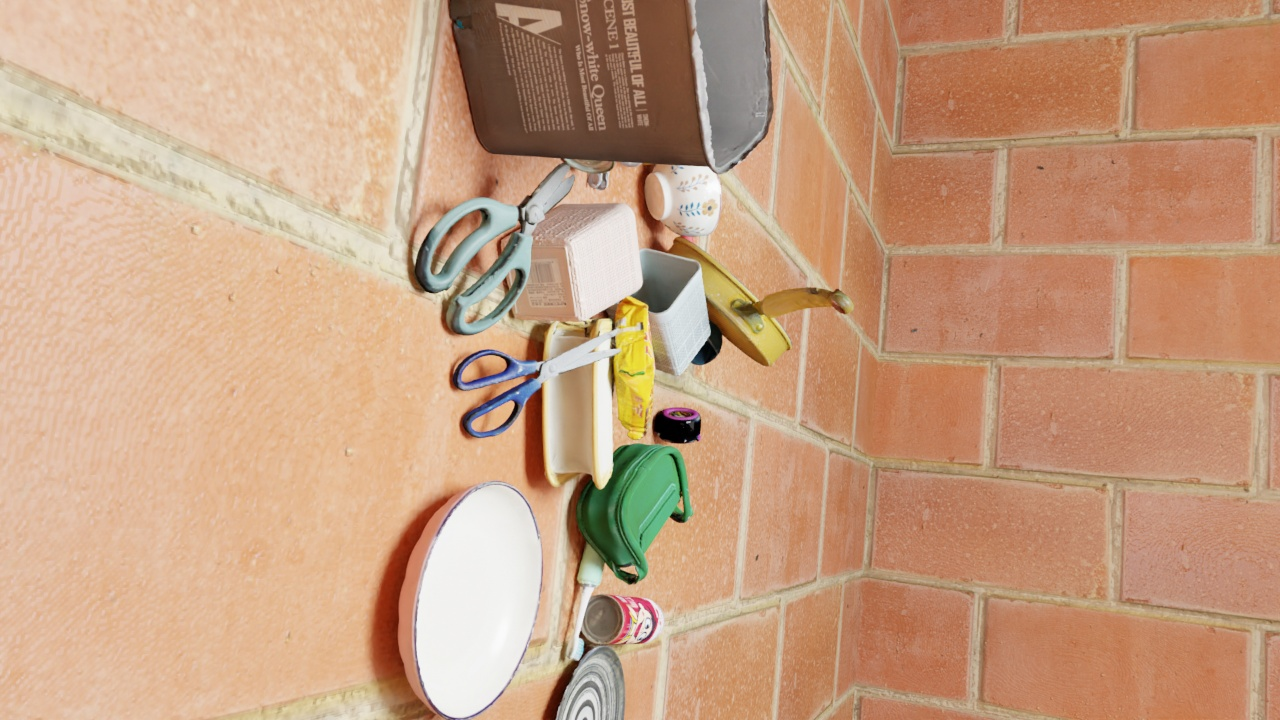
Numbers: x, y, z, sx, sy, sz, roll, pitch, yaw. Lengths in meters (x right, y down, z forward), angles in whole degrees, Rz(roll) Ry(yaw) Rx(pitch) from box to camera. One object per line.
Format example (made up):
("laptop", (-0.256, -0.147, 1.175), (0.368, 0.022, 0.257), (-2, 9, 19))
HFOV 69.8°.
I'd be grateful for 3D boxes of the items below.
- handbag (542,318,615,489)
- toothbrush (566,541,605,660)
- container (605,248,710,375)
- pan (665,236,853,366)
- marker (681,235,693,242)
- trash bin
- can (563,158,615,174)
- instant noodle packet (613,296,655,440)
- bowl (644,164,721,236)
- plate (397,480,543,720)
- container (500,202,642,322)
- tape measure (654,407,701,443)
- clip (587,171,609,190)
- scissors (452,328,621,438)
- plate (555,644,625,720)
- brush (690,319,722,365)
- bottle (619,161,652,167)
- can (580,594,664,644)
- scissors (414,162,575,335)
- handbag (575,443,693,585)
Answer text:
("handbag", (-0.056, 0.038, 0.939), (0.178, 0.063, 0.163), (-27, 119, -81))
("toothbrush", (-0.049, 0.210, 0.994), (0.027, 0.027, 0.224), (35, 58, -40))
("container", (0.023, -0.051, 1.041), (0.090, 0.090, 0.111), (-53, 144, -30))
("pan", (0.134, -0.068, 1.057), (0.197, 0.357, 0.078), (44, 89, -18))
("marker", (0.059, -0.226, 1.212), (0.017, 0.017, 0.145), (-33, 123, -62))
("trash bin", (-0.020, -0.264, 0.768), (0.198, 0.220, 0.199), (-50, 138, -56))
("can", (-0.038, -0.266, 0.928), (0.058, 0.058, 0.147), (46, 50, -59))
("instant noodle packet", (-0.006, 0.006, 0.971), (0.129, 0.044, 0.110), (86, 0, -53))
("bowl", (0.043, -0.201, 1.098), (0.062, 0.113, 0.113), (-14, 111, -20))
("plate", (-0.143, 0.194, 0.758), (0.192, 0.039, 0.192), (3, 90, -67))
("container", (-0.065, -0.089, 0.851), (0.110, 0.090, 0.090), (-41, 130, -55))
("tape measure", (0.049, 0.085, 1.172), (0.057, 0.057, 0.039), (-17, 114, -50))
("clip", (-0.043, -0.209, 0.970), (0.032, 0.025, 0.057), (-1, 100, -61))
("scissors", (-0.086, 0.019, 0.808), (0.172, 0.012, 0.132), (11, 97, -39))
("plate", (-0.061, 0.398, 0.991), (0.179, 0.024, 0.179), (3, 90, -66))
("brush", (0.067, -0.036, 1.178), (0.144, 0.074, 0.055), (48, 58, -56))
("bottle", (0.022, -0.273, 1.054), (0.189, 0.068, 0.068), (-56, 141, -51))
("can", (-0.018, 0.295, 1.042), (0.132, 0.053, 0.053), (36, 60, -63))
("scissors", (-0.114, -0.109, 0.740), (0.180, 0.019, 0.143), (-55, 143, -9))
("handbag", (0.001, 0.159, 0.986), (0.131, 0.068, 0.120), (-50, 125, -42))
